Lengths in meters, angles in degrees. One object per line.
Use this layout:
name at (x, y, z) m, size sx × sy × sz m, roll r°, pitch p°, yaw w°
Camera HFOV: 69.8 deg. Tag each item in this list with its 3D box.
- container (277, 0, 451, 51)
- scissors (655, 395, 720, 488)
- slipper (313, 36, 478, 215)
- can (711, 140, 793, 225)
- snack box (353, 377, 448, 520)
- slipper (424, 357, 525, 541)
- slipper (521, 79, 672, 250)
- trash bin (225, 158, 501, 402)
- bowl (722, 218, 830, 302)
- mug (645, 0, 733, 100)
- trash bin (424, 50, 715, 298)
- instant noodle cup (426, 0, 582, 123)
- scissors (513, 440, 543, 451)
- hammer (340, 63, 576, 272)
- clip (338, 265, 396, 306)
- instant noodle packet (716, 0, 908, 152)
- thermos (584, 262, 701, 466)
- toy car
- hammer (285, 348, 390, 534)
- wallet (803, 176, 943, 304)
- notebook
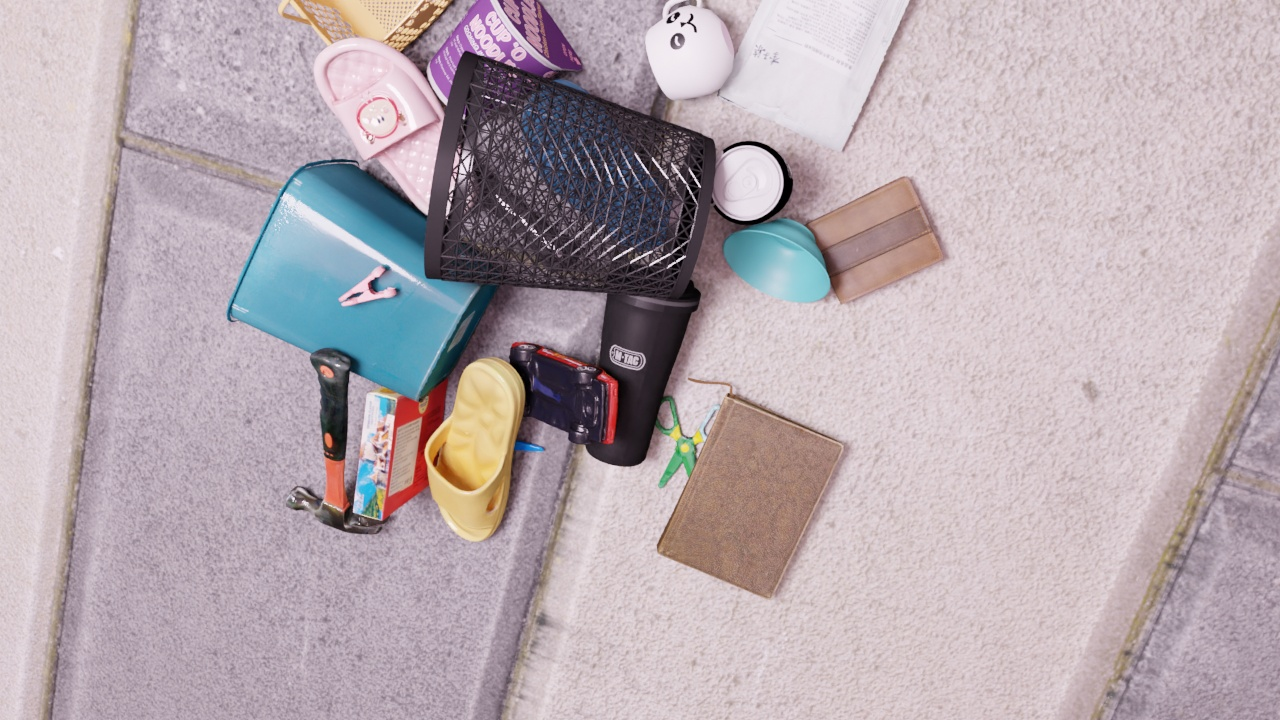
container at (-0.278, -0.410, 0.959) m, size 0.184 × 0.166 × 0.129 m, roll -39°, pitch 91°, yaw 15°
scissors at (0.061, 0.100, 1.073) m, size 0.117 × 0.012 × 0.130 m, roll -14°, pitch 98°, yaw 14°
slipper at (-0.257, -0.246, 0.989) m, size 0.107 × 0.055 × 0.221 m, roll -27°, pitch 118°, yaw 17°
can at (0.113, -0.181, 0.936) m, size 0.080 × 0.145 × 0.080 m, roll 2°, pitch 101°, yaw 11°
snack box at (-0.277, 0.094, 1.072) m, size 0.040 × 0.142 × 0.145 m, roll 13°, pitch 103°, yaw 10°
slipper at (-0.203, 0.114, 1.065) m, size 0.099 × 0.078 × 0.264 m, roll 34°, pitch 125°, yaw 20°
slipper at (-0.046, -0.210, 1.010) m, size 0.104 × 0.059 × 0.213 m, roll -37°, pitch 106°, yaw 20°
trash bin at (-0.292, -0.083, 1.024) m, size 0.218 × 0.196 × 0.199 m, roll 31°, pitch 106°, yaw -2°
bowl at (0.152, -0.116, 0.978) m, size 0.121 × 0.121 × 0.046 m, roll 27°, pitch 69°, yaw 5°
mug at (0.053, -0.334, 0.956) m, size 0.076 × 0.090 × 0.123 m, roll -16°, pitch 66°, yaw 22°
trash bin at (-0.067, -0.162, 0.896) m, size 0.243 × 0.217 × 0.217 m, roll 11°, pitch 103°, yaw -8°
instant noodle cup at (-0.154, -0.322, 0.991) m, size 0.122 × 0.121 × 0.136 m, roll -34°, pitch 137°, yaw 25°
scissors at (-0.180, 0.098, 1.120) m, size 0.130 × 0.013 × 0.125 m, roll 1°, pitch 102°, yaw 16°
hammer at (-0.196, -0.217, 1.053) m, size 0.311 × 0.029 × 0.125 m, roll 41°, pitch 107°, yaw 1°
clip at (-0.272, -0.069, 0.928) m, size 0.050 × 0.023 × 0.058 m, roll 37°, pitch 98°, yaw -10°
instant noodle packet at (0.200, -0.368, 0.939) m, size 0.147 × 0.057 × 0.270 m, roll 27°, pitch 110°, yaw 8°
thermos at (-0.006, 0.006, 1.026) m, size 0.106 × 0.105 × 0.219 m, roll 16°, pitch 109°, yaw 8°
toy car at (-0.090, 0.034, 1.027) m, size 0.189 × 0.056 × 0.082 m, roll 20°, pitch 112°, yaw 47°
hammer at (-0.354, 0.101, 1.061) m, size 0.133 × 0.033 × 0.334 m, roll 24°, pitch 138°, yaw 5°
wallet at (0.249, -0.127, 0.982) m, size 0.121 × 0.026 × 0.098 m, roll -26°, pitch 92°, yaw 15°
notebook at (0.106, 0.147, 1.055) m, size 0.190 × 0.034 × 0.216 m, roll 24°, pitch 105°, yaw 1°
